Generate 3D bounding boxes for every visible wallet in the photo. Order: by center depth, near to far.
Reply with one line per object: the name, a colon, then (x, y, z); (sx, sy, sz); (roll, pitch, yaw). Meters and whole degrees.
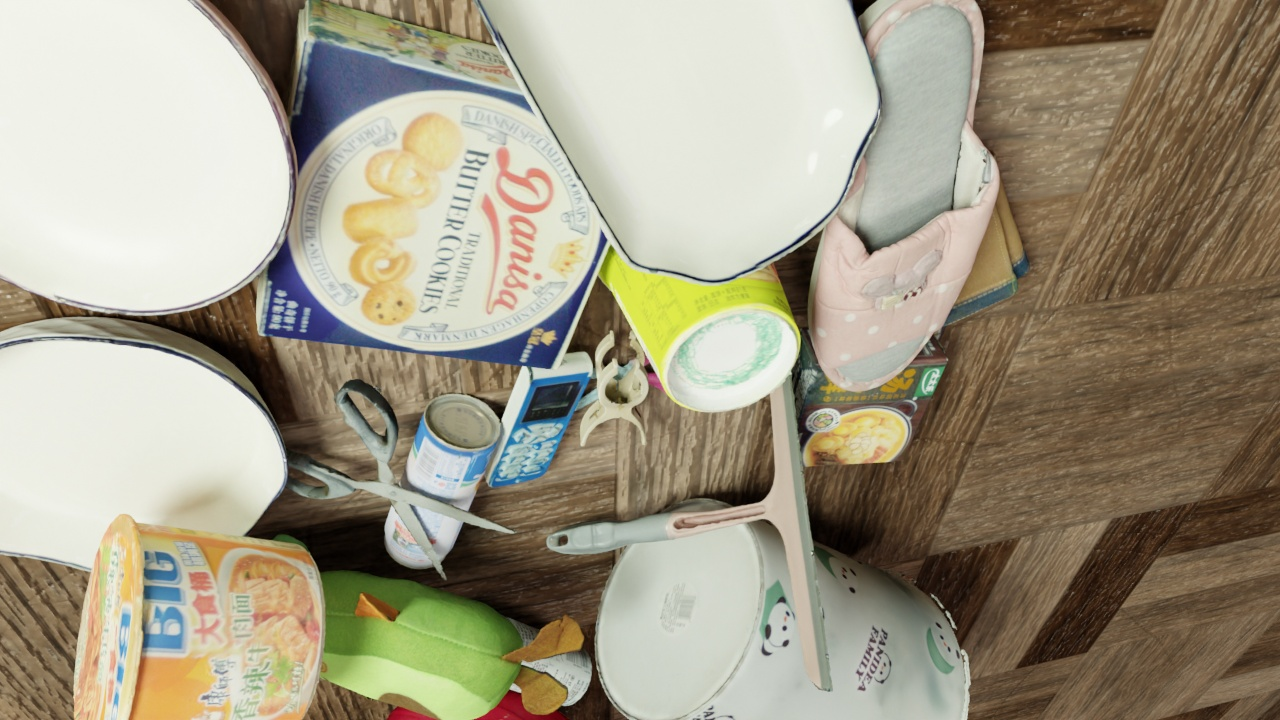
wallet: (0.216, -0.079, 0.630); (0.090, 0.033, 0.115); (-29, 132, 11)

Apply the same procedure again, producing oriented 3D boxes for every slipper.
slipper: (0.157, -0.081, 0.546); (0.114, 0.054, 0.275); (-17, 133, -14)

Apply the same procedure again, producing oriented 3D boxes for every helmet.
helmet: (-0.145, 0.376, 0.861); (0.239, 0.143, 0.208); (6, 152, -24)

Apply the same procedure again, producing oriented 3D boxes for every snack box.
snack box: (-0.105, -0.082, 0.506); (0.182, 0.045, 0.178); (7, 130, -24)
snack box: (0.174, 0.025, 0.708); (0.125, 0.053, 0.113); (-2, 133, -10)

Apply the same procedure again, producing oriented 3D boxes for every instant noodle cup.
instant noodle cup: (0.037, -0.038, 0.541); (0.111, 0.123, 0.112); (-10, 135, -10)
instant noodle cup: (-0.272, 0.173, 0.569); (0.111, 0.151, 0.152); (11, 128, -39)

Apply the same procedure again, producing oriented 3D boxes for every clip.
clip: (-0.017, 0.024, 0.634); (0.070, 0.034, 0.100); (-2, 140, -8)

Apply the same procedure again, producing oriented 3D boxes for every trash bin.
trash bin: (0.112, 0.249, 0.788); (0.251, 0.229, 0.230); (32, 116, -32)

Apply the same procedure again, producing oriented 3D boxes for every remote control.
remote control: (-0.075, 0.042, 0.642); (0.049, 0.024, 0.125); (-8, 142, -35)

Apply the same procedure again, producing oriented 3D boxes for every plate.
plate: (-0.251, -0.107, 0.417); (0.192, 0.039, 0.193); (0, 130, -1)
plate: (0.014, -0.161, 0.431); (0.162, 0.034, 0.266); (-34, 120, -4)
plate: (-0.324, 0.052, 0.562); (0.204, 0.045, 0.205); (-10, 134, -11)

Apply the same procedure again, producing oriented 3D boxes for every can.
can: (-0.144, 0.089, 0.652); (0.053, 0.053, 0.135); (8, 130, -25)
can: (-0.110, 0.271, 0.837); (0.058, 0.058, 0.146); (-37, 133, 17)

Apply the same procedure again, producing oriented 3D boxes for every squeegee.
squeegee: (0.028, 0.125, 0.704); (0.250, 0.247, 0.040); (-17, 160, 36)

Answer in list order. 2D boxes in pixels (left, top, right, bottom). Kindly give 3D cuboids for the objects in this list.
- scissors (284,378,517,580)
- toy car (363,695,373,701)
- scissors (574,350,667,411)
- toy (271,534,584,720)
scissors: (-0.166, 0.083, 0.615); (0.178, 0.014, 0.160); (17, 128, 1)
toy car: (-0.232, 0.240, 0.780); (0.070, 0.042, 0.158); (-19, 133, -1)
scissors: (-0.004, 0.003, 0.646); (0.133, 0.017, 0.119); (1, 136, -15)
toy: (-0.168, 0.210, 0.679); (0.247, 0.089, 0.227); (13, 146, 2)
